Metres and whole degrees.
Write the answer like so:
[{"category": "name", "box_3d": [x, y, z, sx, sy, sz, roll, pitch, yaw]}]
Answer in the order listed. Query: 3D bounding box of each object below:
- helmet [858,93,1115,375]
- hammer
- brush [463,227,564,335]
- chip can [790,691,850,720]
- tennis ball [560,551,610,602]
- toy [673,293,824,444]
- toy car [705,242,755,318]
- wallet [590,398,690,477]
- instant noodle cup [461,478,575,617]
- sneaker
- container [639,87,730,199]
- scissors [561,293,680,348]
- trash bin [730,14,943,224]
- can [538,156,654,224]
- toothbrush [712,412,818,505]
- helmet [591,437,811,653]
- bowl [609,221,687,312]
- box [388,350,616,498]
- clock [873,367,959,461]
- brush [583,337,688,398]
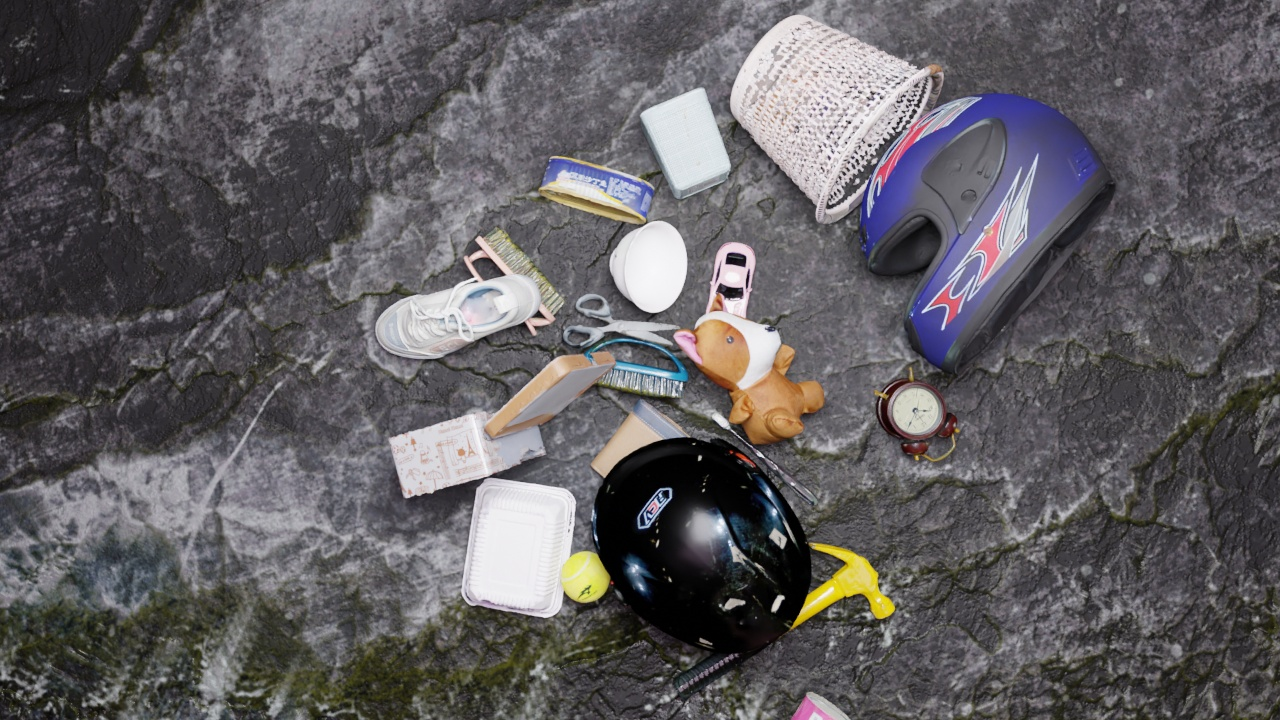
[{"category": "helmet", "box_3d": [0.385, -0.169, 1.107, 0.240, 0.247, 0.315, 41, 96, 25]}, {"category": "hammer", "box_3d": [0.175, 0.348, 1.197, 0.301, 0.033, 0.129, -34, 86, 1]}, {"category": "brush", "box_3d": [-0.166, -0.104, 1.222, 0.073, 0.063, 0.145, -42, 88, -3]}, {"category": "chip can", "box_3d": [0.188, 0.533, 1.170, 0.071, 0.071, 0.210, 32, 89, 4]}, {"category": "tennis ball", "box_3d": [-0.072, 0.282, 1.197, 0.065, 0.065, 0.065, 0, 87, 3]}, {"category": "toy", "box_3d": [0.138, 0.010, 1.157, 0.199, 0.139, 0.131, 48, 128, 2]}, {"category": "toy car", "box_3d": [0.120, -0.096, 1.218, 0.056, 0.037, 0.122, 10, 89, 5]}, {"category": "wallet", "box_3d": [0.001, 0.121, 1.218, 0.090, 0.033, 0.115, 38, 91, 7]}, {"category": "instant noodle cup", "box_3d": [-0.164, 0.250, 1.208, 0.138, 0.060, 0.173, 8, 89, 3]}, {"category": "sneaker", "box_3d": [-0.250, -0.050, 1.182, 0.243, 0.090, 0.089, -14, 99, 21]}, {"category": "container", "box_3d": [0.061, -0.280, 1.204, 0.090, 0.090, 0.111, -22, 89, 2]}, {"category": "scissors", "box_3d": [-0.027, -0.050, 1.190, 0.169, 0.014, 0.156, -28, 52, 17]}, {"category": "trash bin", "box_3d": [0.228, -0.316, 1.146, 0.192, 0.227, 0.227, 42, 90, 17]}, {"category": "can", "box_3d": [-0.058, -0.225, 1.214, 0.148, 0.074, 0.049, 16, 86, 4]}, {"category": "toothbrush", "box_3d": [0.165, 0.131, 1.216, 0.181, 0.018, 0.015, 41, 87, 3]}, {"category": "helmet", "box_3d": [0.076, 0.223, 1.112, 0.233, 0.230, 0.274, -49, 125, 0]}, {"category": "bowl", "box_3d": [0.000, -0.124, 1.205, 0.065, 0.118, 0.118, 11, 88, 43]}, {"category": "box", "box_3d": [-0.158, 0.076, 1.128, 0.261, 0.178, 0.105, -19, 87, 17]}, {"category": "clock", "box_3d": [0.359, 0.074, 1.187, 0.082, 0.055, 0.122, -34, 88, 1]}, {"category": "brush", "box_3d": [-0.007, 0.007, 1.209, 0.144, 0.055, 0.073, 9, 91, 6]}]
